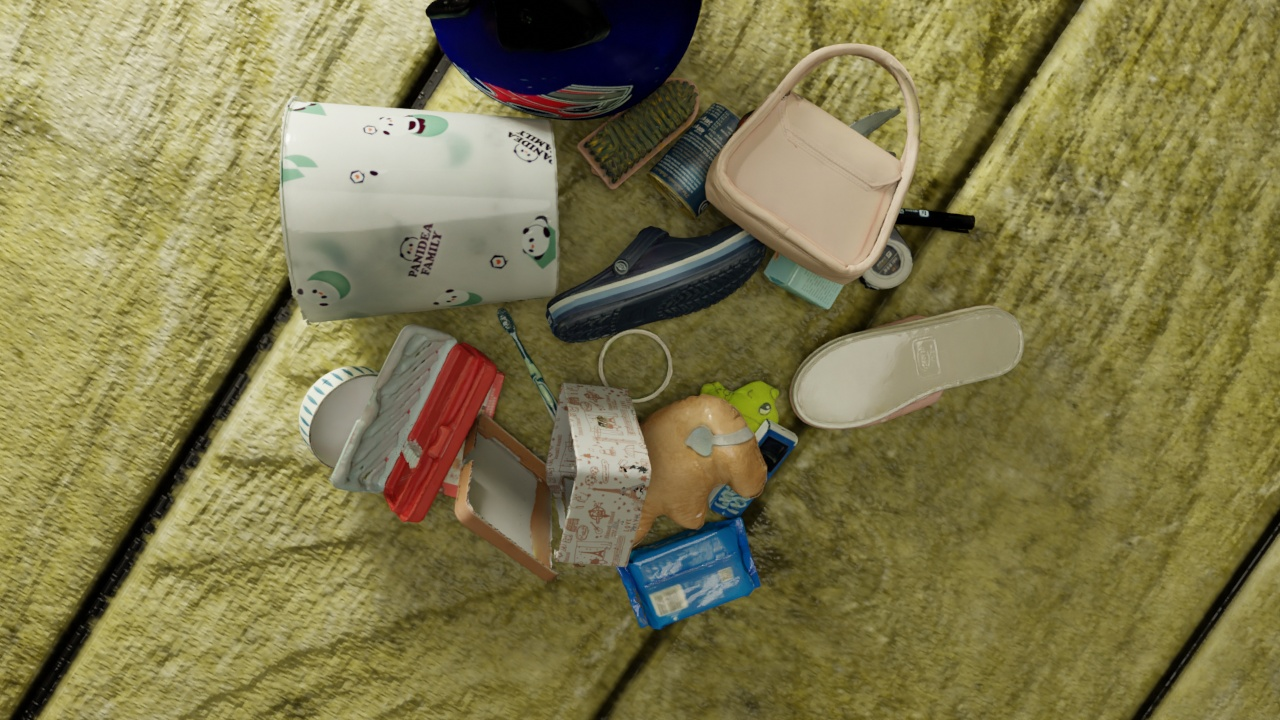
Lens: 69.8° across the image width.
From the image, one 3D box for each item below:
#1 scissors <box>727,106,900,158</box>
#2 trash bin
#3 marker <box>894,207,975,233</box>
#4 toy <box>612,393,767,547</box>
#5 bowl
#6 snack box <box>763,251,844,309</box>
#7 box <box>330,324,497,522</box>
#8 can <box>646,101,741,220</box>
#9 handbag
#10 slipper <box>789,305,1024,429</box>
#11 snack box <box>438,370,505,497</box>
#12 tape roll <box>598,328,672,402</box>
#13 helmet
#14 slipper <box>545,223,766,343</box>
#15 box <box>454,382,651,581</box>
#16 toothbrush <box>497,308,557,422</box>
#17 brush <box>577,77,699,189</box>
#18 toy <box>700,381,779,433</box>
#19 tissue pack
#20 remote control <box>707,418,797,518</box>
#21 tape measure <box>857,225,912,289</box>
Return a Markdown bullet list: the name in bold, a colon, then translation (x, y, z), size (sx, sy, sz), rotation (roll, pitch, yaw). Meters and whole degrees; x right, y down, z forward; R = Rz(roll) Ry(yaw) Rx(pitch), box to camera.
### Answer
- **scissors**: translation (0.191, -0.230, 1.012), size (0.189, 0.015, 0.225), rotation (39, 92, -33)
- **trash bin**: translation (-0.215, -0.153, 0.941), size (0.251, 0.229, 0.229), rotation (-3, 95, -9)
- **marker**: translation (0.320, -0.164, 1.062), size (0.132, 0.020, 0.022), rotation (5, 124, -5)
- **toy**: translation (0.033, 0.127, 1.041), size (0.227, 0.082, 0.143), rotation (-35, 79, 28)
- **bowl**: translation (-0.324, 0.056, 1.014), size (0.066, 0.116, 0.116), rotation (30, 94, 39)
- **snack box**: translation (0.216, -0.149, 1.021), size (0.074, 0.051, 0.175), rotation (25, 99, -35)
- **box**: translation (-0.249, 0.065, 0.984), size (0.101, 0.095, 0.201), rotation (22, 98, -39)
- **can**: translation (0.071, -0.221, 1.015), size (0.075, 0.075, 0.111), rotation (43, 91, -6)
- **handbag**: translation (0.195, -0.216, 0.936), size (0.193, 0.093, 0.234), rotation (32, 89, -6)
- **slipper**: translation (0.303, 0.006, 1.059), size (0.274, 0.054, 0.114), rotation (-19, 96, 2)
- **snack box**: translation (-0.212, 0.077, 1.052), size (0.075, 0.025, 0.153), rotation (16, 94, -5)
- **tape roll**: translation (-0.006, 0.006, 1.062), size (0.086, 0.014, 0.086), rotation (0, 95, -3)
- **helmet**: translation (-0.097, -0.370, 0.913), size (0.315, 0.246, 0.241), rotation (16, 117, 1)
- **slipper**: translation (0.013, -0.095, 1.017), size (0.253, 0.105, 0.095), rotation (-21, 76, -3)
- **box**: translation (-0.105, 0.119, 0.969), size (0.184, 0.182, 0.155), rotation (8, 116, -14)
- **toothbrush**: translation (-0.117, 0.025, 1.056), size (0.016, 0.018, 0.191), rotation (-28, 96, -1)
- **brush**: translation (0.004, -0.257, 1.010), size (0.145, 0.073, 0.063), rotation (-40, 96, -4)
- **toy**: translation (0.111, 0.062, 1.066), size (0.100, 0.031, 0.097), rotation (28, 98, -2)
- **tissue pack**: translation (0.057, 0.246, 1.069), size (0.157, 0.052, 0.095), rotation (-20, 98, -1)
- **remote control**: translation (0.127, 0.126, 1.062), size (0.049, 0.024, 0.125), rotation (29, 106, -30)
- **tape measure**: translation (0.277, -0.114, 1.057), size (0.066, 0.033, 0.066), rotation (-34, 94, 2)
